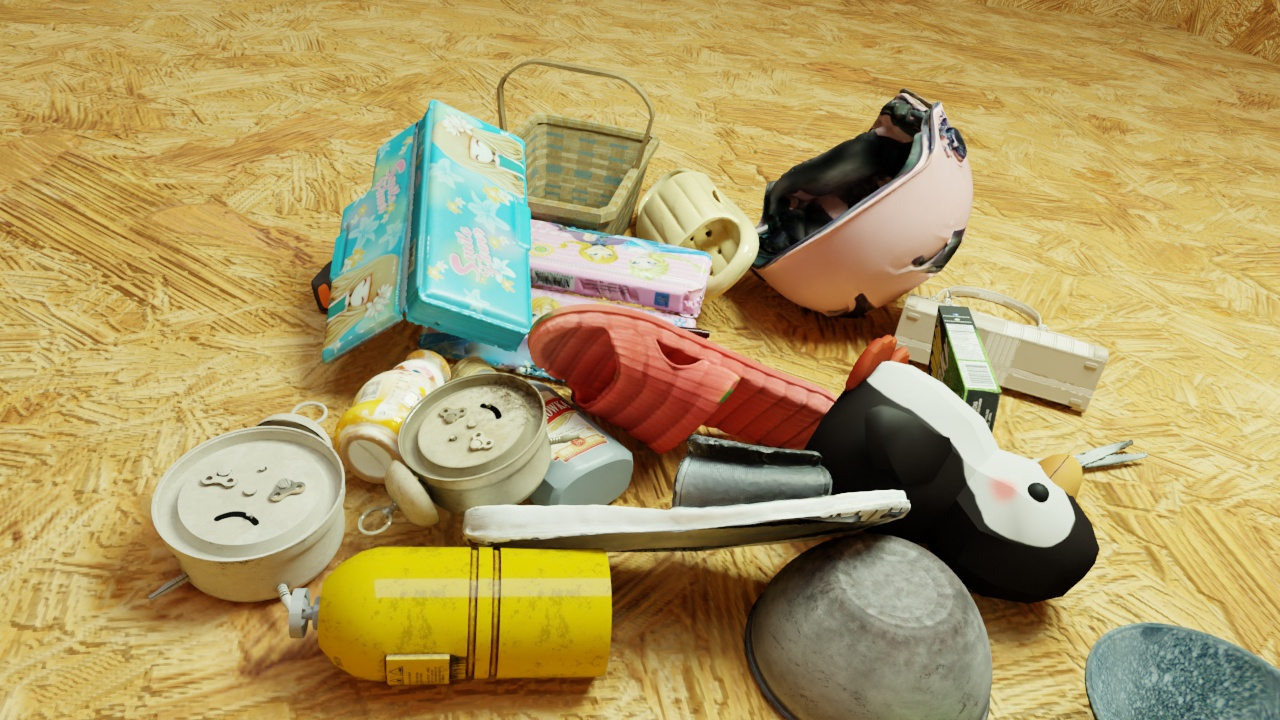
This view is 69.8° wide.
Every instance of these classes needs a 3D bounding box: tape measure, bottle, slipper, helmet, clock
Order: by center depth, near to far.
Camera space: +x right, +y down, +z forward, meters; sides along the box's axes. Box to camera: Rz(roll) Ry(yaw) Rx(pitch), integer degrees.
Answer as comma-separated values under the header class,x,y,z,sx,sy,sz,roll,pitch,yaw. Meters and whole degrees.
class,x,y,z,sx,sy,sz,roll,pitch,yaw
bottle,-0.101,0.136,0.494,0.163,0.071,0.071,2,33,-10
slipper,0.027,0.080,0.546,0.264,0.111,0.063,-7,71,3
clock,-0.225,0.082,0.562,0.103,0.061,0.156,6,39,0
clock,-0.114,0.067,0.577,0.140,0.055,0.093,-37,47,-26
bottle,-0.167,0.035,0.642,0.063,0.063,0.108,12,36,5
slipper,0.033,0.031,0.656,0.248,0.104,0.059,19,55,-21
bottle,-0.082,0.048,0.661,0.072,0.046,0.161,-20,42,-37
tape measure,-0.254,-0.065,0.813,0.059,0.038,0.058,-3,31,7
helmet,0.217,-0.132,0.890,0.152,0.230,0.254,52,22,-14
slipper,0.034,-0.142,0.925,0.079,0.111,0.261,39,15,-28

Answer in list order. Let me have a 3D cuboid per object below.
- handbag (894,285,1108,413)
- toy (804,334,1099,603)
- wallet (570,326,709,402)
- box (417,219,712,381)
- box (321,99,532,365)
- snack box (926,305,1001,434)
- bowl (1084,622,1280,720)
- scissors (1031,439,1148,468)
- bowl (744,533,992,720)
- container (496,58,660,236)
class,x,y,z,sx,sy,sz,roll,pitch,yaw
handbag,0.347,-0.035,0.904,0.176,0.062,0.197,17,25,13
toy,0.203,0.094,0.611,0.184,0.140,0.159,37,9,24
wallet,-0.004,0.004,0.690,0.091,0.116,0.018,5,62,-6
box,-0.062,-0.060,0.779,0.230,0.063,0.160,11,53,5
box,-0.171,-0.109,0.732,0.170,0.085,0.226,-4,53,-3
snack box,0.257,0.022,0.739,0.025,0.080,0.147,4,28,8
bowl,0.295,0.210,0.483,0.137,0.057,0.136,6,32,-4
scissors,0.335,0.079,0.741,0.118,0.014,0.160,29,40,29
bowl,0.138,0.151,0.529,0.145,0.067,0.144,6,32,-4
container,-0.071,-0.203,0.930,0.157,0.187,0.249,12,32,6
